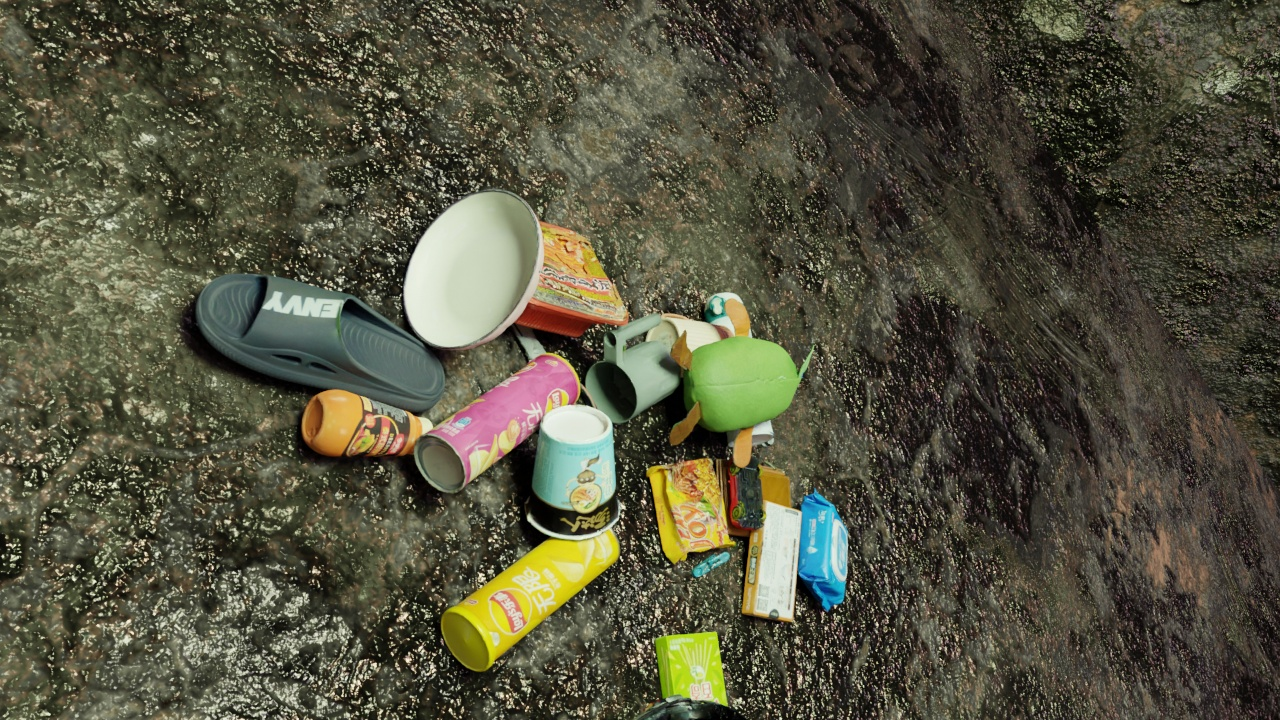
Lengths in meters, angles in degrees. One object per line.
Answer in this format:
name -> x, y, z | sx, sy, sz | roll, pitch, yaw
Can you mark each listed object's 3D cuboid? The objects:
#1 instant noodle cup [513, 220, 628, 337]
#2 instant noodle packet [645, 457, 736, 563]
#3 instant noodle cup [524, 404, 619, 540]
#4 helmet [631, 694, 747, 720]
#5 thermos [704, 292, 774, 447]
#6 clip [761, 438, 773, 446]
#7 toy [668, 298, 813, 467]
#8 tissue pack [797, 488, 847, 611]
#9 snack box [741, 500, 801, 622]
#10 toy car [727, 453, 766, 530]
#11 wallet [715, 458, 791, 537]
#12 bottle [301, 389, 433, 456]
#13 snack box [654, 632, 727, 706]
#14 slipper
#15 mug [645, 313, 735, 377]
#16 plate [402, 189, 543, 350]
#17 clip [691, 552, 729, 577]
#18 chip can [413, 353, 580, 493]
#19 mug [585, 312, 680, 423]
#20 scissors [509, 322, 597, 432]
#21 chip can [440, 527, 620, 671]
instant noodle cup -> -0.117, -0.101, 1.127 | 0.164, 0.079, 0.188 | 13, 36, -38
instant noodle packet -> 0.067, 0.193, 1.198 | 0.110, 0.044, 0.128 | -2, 71, -38
instant noodle cup -> -0.074, 0.119, 1.022 | 0.111, 0.111, 0.121 | -31, 134, -46
helmet -> 0.012, 0.473, 0.928 | 0.273, 0.157, 0.230 | -6, 72, -55
thermos -> 0.138, 0.010, 1.335 | 0.073, 0.073, 0.224 | 7, 64, -40
clip -> 0.179, 0.102, 1.364 | 0.026, 0.042, 0.058 | -39, 100, -47
toy -> 0.125, 0.030, 1.221 | 0.246, 0.090, 0.227 | -3, 94, -38
tissue pack -> 0.262, 0.267, 1.309 | 0.095, 0.052, 0.156 | 52, 38, -46
snack box -> 0.181, 0.273, 1.250 | 0.075, 0.026, 0.153 | 21, 69, -35
toy car -> 0.141, 0.175, 1.239 | 0.049, 0.031, 0.106 | 13, 65, -33
wallet -> 0.161, 0.190, 1.289 | 0.130, 0.035, 0.119 | 14, 62, -37
bottle -> -0.269, 0.072, 0.946 | 0.149, 0.067, 0.066 | 16, 59, -44
snack box -> 0.066, 0.409, 1.100 | 0.085, 0.026, 0.156 | 10, 64, -38
slipper -> -0.305, -0.030, 0.935 | 0.268, 0.084, 0.110 | 24, 40, -35
mug -> 0.064, -0.025, 1.287 | 0.105, 0.082, 0.114 | 7, 38, -38
plate -> -0.181, -0.097, 1.027 | 0.039, 0.193, 0.192 | 32, 47, -54
clip -> 0.089, 0.266, 1.195 | 0.053, 0.033, 0.013 | -26, 85, -33
chip can -> -0.152, 0.064, 1.007 | 0.071, 0.072, 0.209 | 57, 39, -4
mug -> -0.007, 0.007, 1.179 | 0.103, 0.084, 0.124 | -26, 125, -48
scissors -> -0.128, 0.011, 1.132 | 0.201, 0.015, 0.205 | 28, 53, -29
chip can -> -0.114, 0.244, 0.990 | 0.212, 0.072, 0.072 | -31, 91, -47
